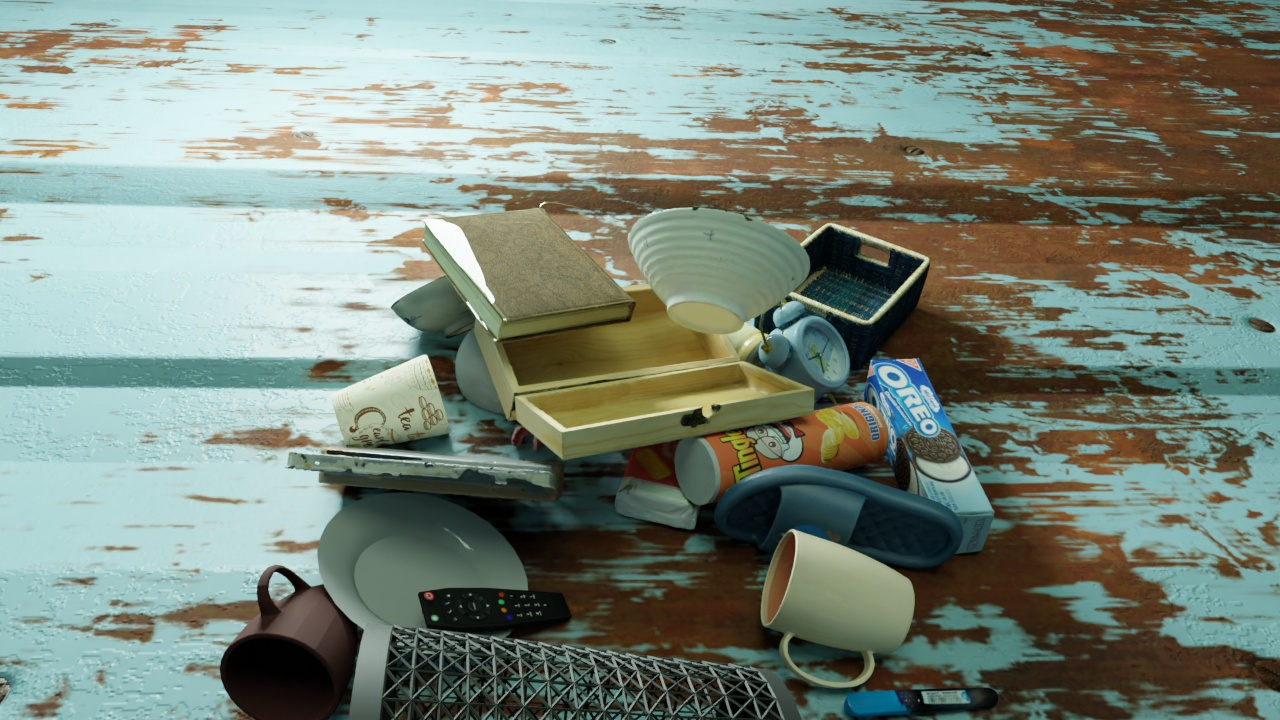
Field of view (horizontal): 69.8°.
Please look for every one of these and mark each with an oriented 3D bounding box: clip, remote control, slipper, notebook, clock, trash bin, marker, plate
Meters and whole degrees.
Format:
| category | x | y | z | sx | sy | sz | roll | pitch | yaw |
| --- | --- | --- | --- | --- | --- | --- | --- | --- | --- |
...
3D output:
| category | x | y | z | sx | sy | sz | roll | pitch | yaw |
| --- | --- | --- | --- | --- | --- | --- | --- | --- | --- |
| clip | -0.103 | 0.069 | 0.922 | 0.035 | 0.022 | 0.057 | 10 | 36 | 14 |
| remote control | -0.114 | 0.197 | 0.726 | 0.124 | 0.010 | 0.039 | 8 | 32 | -33 |
| slipper | 0.170 | 0.143 | 0.785 | 0.214 | 0.104 | 0.059 | 9 | 40 | 0 |
| notebook | -0.102 | -0.098 | 0.939 | 0.189 | 0.035 | 0.215 | -12 | 39 | -30 |
| clock | 0.169 | -0.010 | 0.974 | 0.124 | 0.052 | 0.088 | 41 | 51 | -17 |
| trash bin | -0.040 | 0.265 | 0.531 | 0.243 | 0.217 | 0.216 | 3 | 37 | -12 |
| marker | 0.215 | 0.262 | 0.703 | 0.123 | 0.015 | 0.018 | 0 | 41 | -9 |
| plate | -0.176 | 0.175 | 0.745 | 0.172 | 0.019 | 0.172 | 21 | 27 | -12 |

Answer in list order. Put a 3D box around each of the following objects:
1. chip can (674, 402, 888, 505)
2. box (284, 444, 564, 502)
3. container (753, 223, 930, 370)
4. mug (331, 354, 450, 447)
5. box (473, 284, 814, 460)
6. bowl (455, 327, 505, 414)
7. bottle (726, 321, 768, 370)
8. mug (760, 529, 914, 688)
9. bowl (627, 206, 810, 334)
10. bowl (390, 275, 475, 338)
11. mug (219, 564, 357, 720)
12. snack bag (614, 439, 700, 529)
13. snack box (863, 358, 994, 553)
| category | x | y | z | sx | sy | sz | roll | pitch | yaw |
| --- | --- | --- | --- | --- | --- | --- | --- | --- | --- |
| chip can | 0.136 | 0.084 | 0.857 | 0.210 | 0.062 | 0.062 | -8 | 38 | -32 |
| box | -0.178 | 0.100 | 0.796 | 0.216 | 0.043 | 0.148 | 5 | 1 | 2 |
| container | 0.242 | -0.080 | 1.103 | 0.145 | 0.071 | 0.186 | 25 | 43 | 26 |
| mug | -0.252 | 0.041 | 0.916 | 0.097 | 0.081 | 0.122 | -17 | 21 | -14 |
| box | -0.006 | 0.011 | 0.887 | 0.247 | 0.097 | 0.261 | -9 | 28 | -24 |
| bowl | -0.131 | -0.007 | 0.982 | 0.132 | 0.064 | 0.131 | 2 | 37 | -2 |
| bottle | 0.080 | -0.037 | 1.046 | 0.056 | 0.057 | 0.162 | -27 | 47 | -34 |
| mug | 0.155 | 0.203 | 0.729 | 0.104 | 0.085 | 0.111 | 17 | 66 | -1 |
| bowl | 0.068 | -0.071 | 0.874 | 0.177 | 0.177 | 0.070 | 10 | 71 | 8 |
| bowl | -0.200 | -0.064 | 1.028 | 0.150 | 0.151 | 0.057 | -26 | 91 | -33 |
| mug | -0.251 | 0.196 | 0.677 | 0.087 | 0.114 | 0.088 | -9 | 22 | 10 |
| snack bag | 0.026 | 0.104 | 0.874 | 0.077 | 0.036 | 0.115 | 11 | 38 | 9 |
| snack box | 0.277 | 0.086 | 0.902 | 0.059 | 0.060 | 0.226 | -2 | 38 | -2 |
